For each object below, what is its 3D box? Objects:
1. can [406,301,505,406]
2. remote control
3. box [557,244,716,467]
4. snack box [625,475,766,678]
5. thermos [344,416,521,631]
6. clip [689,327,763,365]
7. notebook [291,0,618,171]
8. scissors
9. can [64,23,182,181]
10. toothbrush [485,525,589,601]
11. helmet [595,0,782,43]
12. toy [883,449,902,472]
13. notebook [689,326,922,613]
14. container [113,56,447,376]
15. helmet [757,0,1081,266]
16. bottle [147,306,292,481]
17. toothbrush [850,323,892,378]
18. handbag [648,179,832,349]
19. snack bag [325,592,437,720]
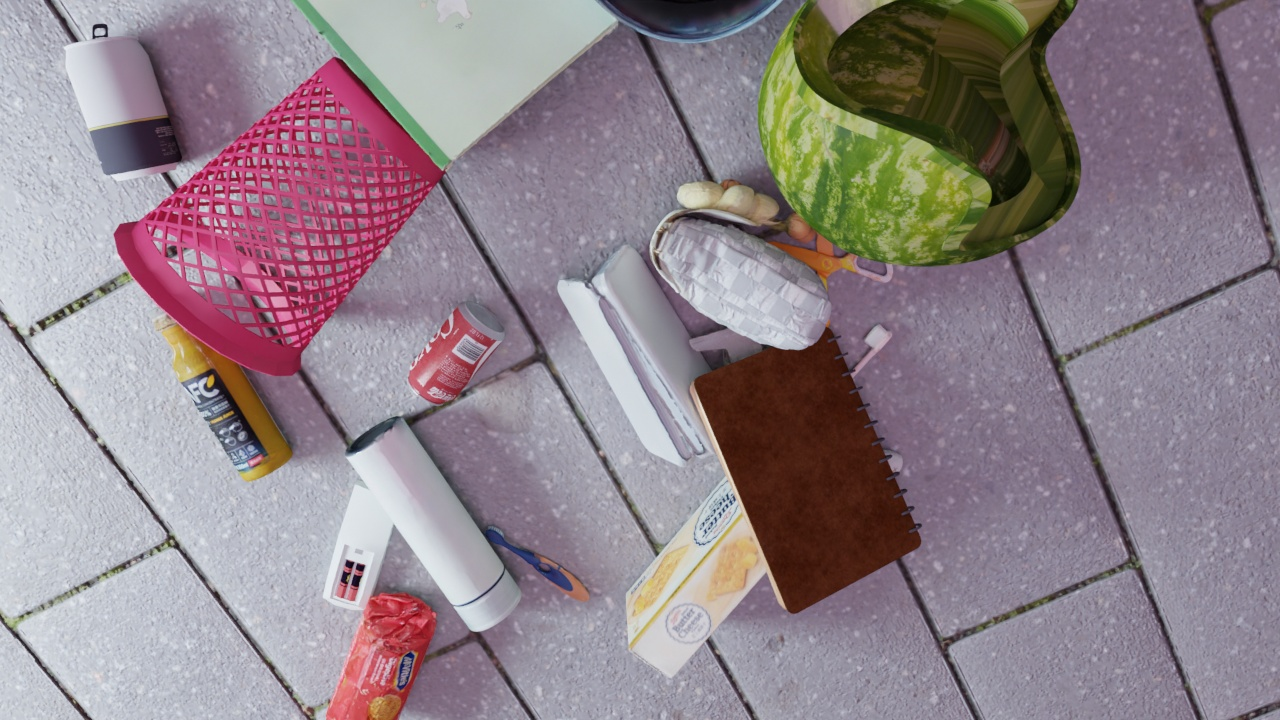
[{"bbox_3d":[-0.176,-0.006,0.874,0.054,0.054,0.097,38,104,-12],"label":"can"},{"bbox_3d":[-0.292,0.198,0.955,0.049,0.024,0.143,19,107,-6],"label":"remote control"},{"bbox_3d":[-0.012,0.008,0.864,0.110,0.107,0.216,-25,106,24],"label":"box"},{"bbox_3d":[0.068,0.203,0.915,0.057,0.104,0.208,35,105,-12],"label":"snack box"},{"bbox_3d":[-0.205,0.166,0.924,0.068,0.067,0.230,-29,106,9],"label":"thermos"},{"bbox_3d":[0.099,-0.008,0.878,0.101,0.038,0.054,-17,113,-12],"label":"clip"},{"bbox_3d":[-0.166,-0.295,0.726,0.182,0.010,0.252,-41,80,-5],"label":"notebook"},{"bbox_3d":[0.182,-0.091,0.868,0.129,0.011,0.125,-8,109,2],"label":"scissors"},{"bbox_3d":[-0.450,-0.224,0.797,0.064,0.064,0.127,-10,108,3],"label":"can"},{"bbox_3d":[-0.108,0.214,0.968,0.135,0.017,0.022,37,108,-14],"label":"toothbrush"},{"bbox_3d":[0.039,-0.377,0.692,0.225,0.166,0.266,1,106,1],"label":"helmet"},{"bbox_3d":[0.203,0.091,0.909,0.076,0.037,0.125,-45,115,5],"label":"toy"},{"bbox_3d":[0.157,0.095,0.850,0.167,0.024,0.225,-21,86,-22],"label":"notebook"},{"bbox_3d":[-0.287,-0.130,0.781,0.226,0.183,0.183,-44,103,5],"label":"container"},{"bbox_3d":[0.212,-0.185,0.722,0.243,0.247,0.213,19,79,32],"label":"helmet"},{"bbox_3d":[-0.406,0.026,0.884,0.053,0.053,0.186,-23,107,7],"label":"bottle"},{"bbox_3d":[0.183,0.038,0.909,0.018,0.015,0.181,37,104,-4],"label":"toothbrush"},{"bbox_3d":[0.097,-0.089,0.814,0.171,0.112,0.123,30,95,-4],"label":"handbag"},{"bbox_3d":[-0.277,0.327,0.971,0.082,0.082,0.177,21,106,-7],"label":"snack bag"}]
